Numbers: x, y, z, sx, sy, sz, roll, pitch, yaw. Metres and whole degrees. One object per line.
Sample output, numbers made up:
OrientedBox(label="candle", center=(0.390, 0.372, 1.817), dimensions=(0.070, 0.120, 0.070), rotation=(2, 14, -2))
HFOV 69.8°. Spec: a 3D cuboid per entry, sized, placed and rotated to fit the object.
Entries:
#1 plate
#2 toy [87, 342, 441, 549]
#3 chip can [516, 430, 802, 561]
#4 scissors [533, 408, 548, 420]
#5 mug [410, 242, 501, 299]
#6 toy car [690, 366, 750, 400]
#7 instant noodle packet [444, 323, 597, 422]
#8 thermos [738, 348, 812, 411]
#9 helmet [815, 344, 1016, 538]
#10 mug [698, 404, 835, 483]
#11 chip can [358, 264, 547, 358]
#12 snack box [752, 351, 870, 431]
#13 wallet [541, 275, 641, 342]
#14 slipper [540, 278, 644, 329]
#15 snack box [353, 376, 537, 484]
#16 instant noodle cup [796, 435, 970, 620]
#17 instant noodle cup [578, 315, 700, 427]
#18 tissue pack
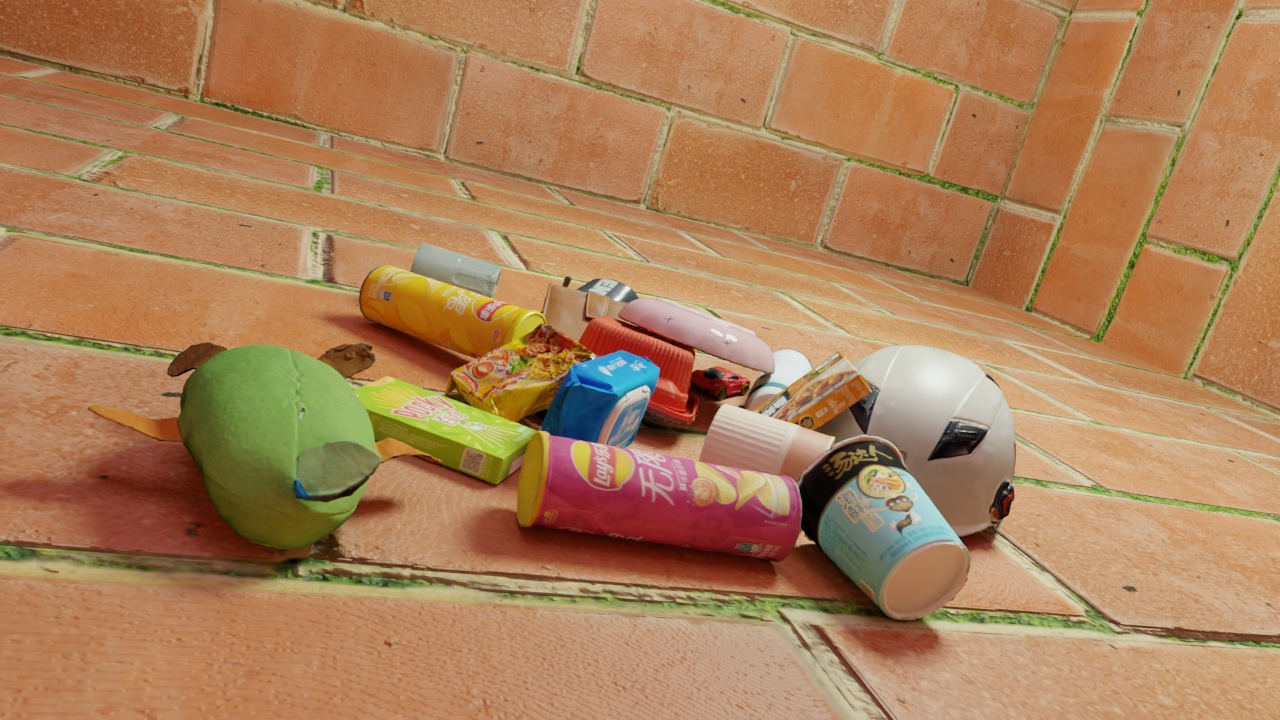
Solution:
OrientedBox(label="plate", center=(0.070, -0.035, 1.061), dimensions=(0.192, 0.039, 0.192), rotation=(20, 5, -2))
OrientedBox(label="toy", center=(-0.247, 0.046, 0.627), dimensions=(0.226, 0.090, 0.246), rotation=(7, 21, -26))
OrientedBox(label="chip can", center=(0.016, 0.107, 0.705), dimensions=(0.210, 0.071, 0.071), rotation=(12, 16, -17))
OrientedBox(label="scissors", center=(-0.093, 0.027, 0.991), dimensions=(0.206, 0.015, 0.201), rotation=(17, 15, 10))
OrientedBox(label="mug", center=(-0.236, -0.081, 1.137), dimensions=(0.103, 0.084, 0.123), rotation=(15, 42, -7))
OrientedBox(label="toy car", center=(0.103, 0.025, 1.169), dimensions=(0.049, 0.031, 0.106), rotation=(26, 16, 30))
OrientedBox(label="instant noodle packet", center=(-0.114, 0.015, 0.882), dimensions=(0.128, 0.044, 0.111), rotation=(-30, 37, -26))
OrientedBox(label="thermos", center=(0.166, 0.039, 1.114), dimensions=(0.073, 0.073, 0.223), rotation=(19, 16, 10))
OrientedBox(label="helmet", center=(0.293, 0.067, 0.967), dimensions=(0.230, 0.157, 0.273), rotation=(23, 17, 25))
OrientedBox(label="mug", center=(0.107, 0.102, 0.826), dimensions=(0.106, 0.082, 0.114), rotation=(18, 45, 16))
OrientedBox(label="chip can", center=(-0.206, -0.048, 1.007), dimensions=(0.213, 0.072, 0.072), rotation=(19, 15, 25))
OrientedBox(label="snack box", center=(0.151, 0.053, 0.917), dimensions=(0.026, 0.154, 0.075), rotation=(52, 8, -16))
OrientedBox(label="wallet", center=(-0.061, -0.044, 1.151), dimensions=(0.130, 0.035, 0.118), rotation=(13, 55, -7))
OrientedBox(label="slipper", center=(-0.050, -0.078, 1.283), dimensions=(0.111, 0.083, 0.267), rotation=(20, 15, 23))
OrientedBox(label="snack box", center=(-0.173, 0.057, 0.781), dimensions=(0.156, 0.026, 0.085), rotation=(19, 15, 12))
OrientedBox(label="instant noodle cup", center=(0.196, 0.137, 0.731), dimensions=(0.111, 0.111, 0.120), rotation=(8, 24, -26))
OrientedBox(label="instant noodle cup", center=(-0.006, 0.006, 1.011), dimensions=(0.164, 0.079, 0.188), rotation=(20, 5, 2))
OrientedBox(label="tissue pack", center=(-0.036, 0.047, 0.827), dimensions=(0.052, 0.095, 0.156), rotation=(27, 18, 18))
